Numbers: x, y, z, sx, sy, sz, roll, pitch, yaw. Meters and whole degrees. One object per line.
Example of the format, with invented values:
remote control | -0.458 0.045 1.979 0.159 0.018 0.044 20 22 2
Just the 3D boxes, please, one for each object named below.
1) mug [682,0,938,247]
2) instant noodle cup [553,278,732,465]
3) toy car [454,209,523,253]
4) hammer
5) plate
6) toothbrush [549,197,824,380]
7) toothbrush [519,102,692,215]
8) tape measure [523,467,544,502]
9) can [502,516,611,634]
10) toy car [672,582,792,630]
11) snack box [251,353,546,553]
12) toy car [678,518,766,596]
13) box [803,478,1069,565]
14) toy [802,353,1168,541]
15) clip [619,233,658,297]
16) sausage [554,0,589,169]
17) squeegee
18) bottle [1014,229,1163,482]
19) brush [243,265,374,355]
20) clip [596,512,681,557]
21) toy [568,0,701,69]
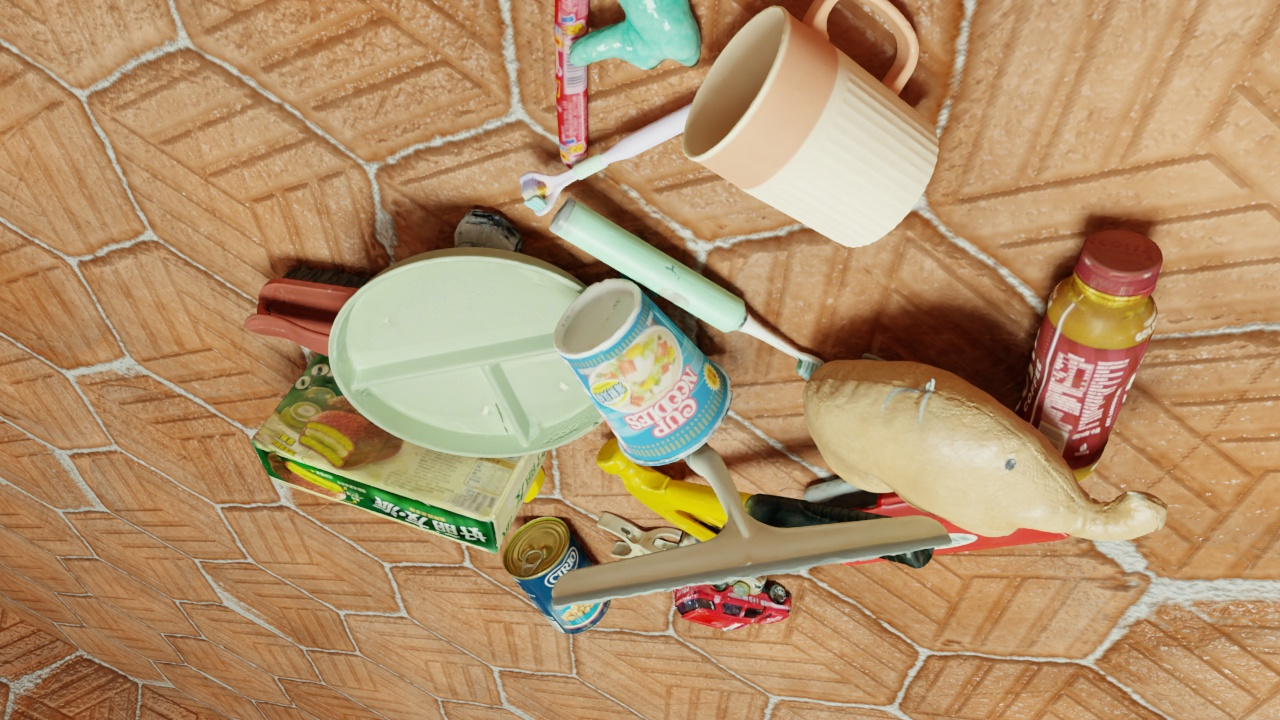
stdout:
mug | 0.096 -0.129 0.471 0.106 0.081 0.115 26 103 -23
instant noodle cup | -0.004 0.004 0.647 0.099 0.099 0.110 -10 136 35
toy car | -0.121 -0.068 0.690 0.049 0.031 0.106 25 139 -2
hammer | 0.092 0.118 0.718 0.129 0.032 0.301 43 156 -30
plate | -0.122 -0.001 0.713 0.230 0.027 0.231 -2 137 -2
toothbrush | 0.039 -0.044 0.627 0.224 0.027 0.027 29 155 -17
toothbrush | 0.004 -0.133 0.546 0.190 0.021 0.029 -20 104 30
tape measure | -0.123 0.114 0.891 0.060 0.028 0.057 34 139 -11
can | -0.085 0.227 0.960 0.075 0.075 0.111 -3 133 30
toy car | 0.089 0.236 0.887 0.120 0.045 0.053 14 148 -21
snack box | -0.216 0.081 0.836 0.240 0.114 0.063 15 140 12
toy car | 0.079 0.182 0.851 0.090 0.042 0.035 34 121 -2
box | 0.223 0.112 0.710 0.090 0.068 0.202 27 147 -36
toy | 0.199 0.059 0.576 0.226 0.082 0.143 19 162 50
clip | -0.005 -0.066 0.645 0.041 0.014 0.056 2 134 24
sausage | -0.041 -0.172 0.542 0.020 0.020 0.156 16 140 10
squeegee | 0.049 0.079 0.654 0.246 0.246 0.039 -7 106 -8
bottle | 0.264 0.002 0.547 0.057 0.057 0.175 11 138 17
brush | -0.258 -0.037 0.763 0.146 0.069 0.063 10 137 18
clip | 0.008 0.184 0.899 0.098 0.034 0.064 6 138 28
toy | -0.002 -0.193 0.488 0.097 0.030 0.092 -12 128 20
